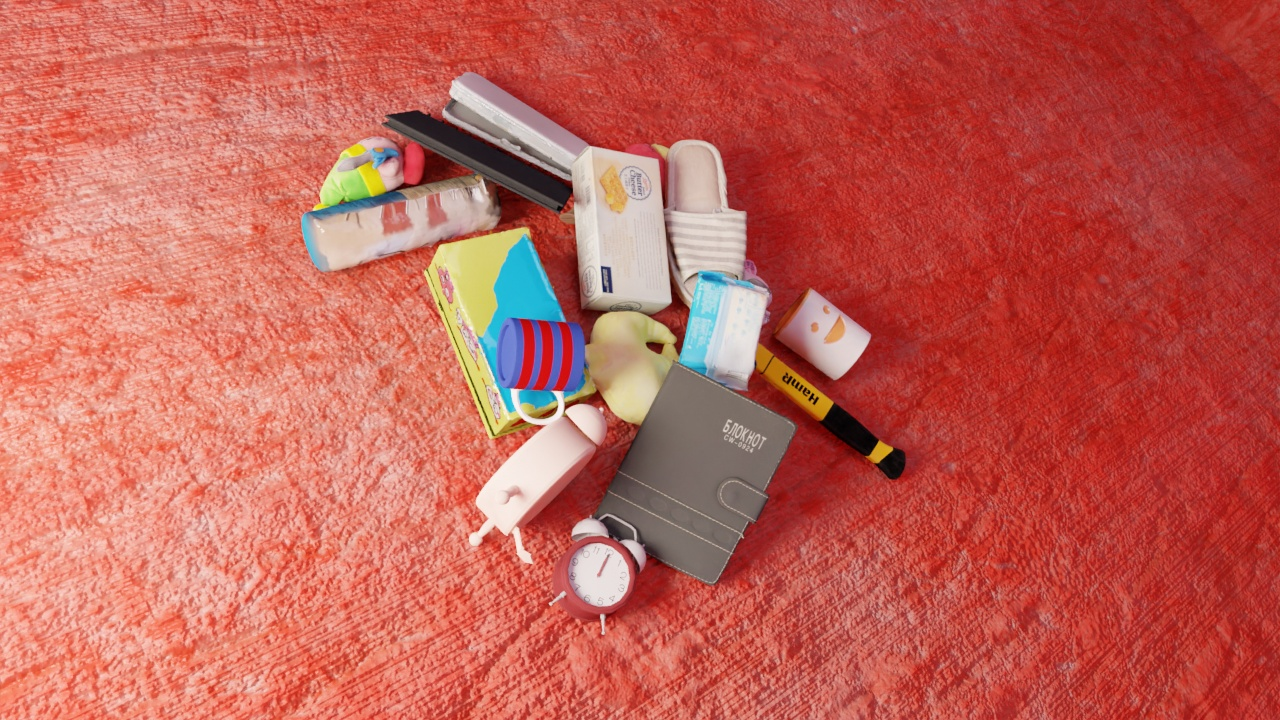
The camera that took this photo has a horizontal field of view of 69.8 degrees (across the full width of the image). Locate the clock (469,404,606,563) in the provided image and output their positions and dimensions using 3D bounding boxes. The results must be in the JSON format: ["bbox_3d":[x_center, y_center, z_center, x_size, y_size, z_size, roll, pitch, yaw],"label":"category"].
[{"bbox_3d":[-0.099,0.127,0.960,0.086,0.131,0.160,39,52,2],"label":"clock"}]

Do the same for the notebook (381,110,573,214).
[{"bbox_3d":[-0.197,-0.255,1.164,0.231,0.019,0.169,26,16,-7],"label":"notebook"}]

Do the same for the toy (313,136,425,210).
[{"bbox_3d":[-0.326,-0.218,1.099,0.131,0.124,0.097,-11,105,-31],"label":"toy"}]

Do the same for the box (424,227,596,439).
[{"bbox_3d":[-0.151,-0.032,1.056,0.124,0.079,0.221,-19,80,-30],"label":"box"}]

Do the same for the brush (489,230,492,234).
[{"bbox_3d":[-0.175,-0.102,1.139,0.048,0.017,0.126,-3,62,-25],"label":"brush"}]

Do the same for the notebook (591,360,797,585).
[{"bbox_3d":[0.063,0.129,1.028,0.169,0.029,0.209,27,92,-3],"label":"notebook"}]

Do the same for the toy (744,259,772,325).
[{"bbox_3d":[0.147,-0.100,1.263,0.063,0.047,0.110,0,57,-32],"label":"toy"}]

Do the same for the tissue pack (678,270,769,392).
[{"bbox_3d":[0.101,-0.036,1.115,0.093,0.062,0.144,13,73,2],"label":"tissue pack"}]

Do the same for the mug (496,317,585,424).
[{"bbox_3d":[-0.109,0.013,0.977,0.076,0.075,0.112,4,95,-24],"label":"mug"}]

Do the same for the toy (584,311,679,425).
[{"bbox_3d":[-0.007,0.007,1.118,0.154,0.065,0.170,2,55,-34],"label":"toy"}]

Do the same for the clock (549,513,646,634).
[{"bbox_3d":[-0.044,0.222,0.976,0.087,0.044,0.124,30,58,-3],"label":"clock"}]

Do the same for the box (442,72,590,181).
[{"bbox_3d":[-0.161,-0.321,1.251,0.213,0.063,0.118,27,37,-4],"label":"box"}]

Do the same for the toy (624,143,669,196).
[{"bbox_3d":[0.010,-0.272,1.308,0.134,0.045,0.091,-17,66,-37],"label":"toy"}]

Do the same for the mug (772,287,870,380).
[{"bbox_3d":[0.245,-0.036,1.243,0.105,0.082,0.082,37,53,0],"label":"mug"}]

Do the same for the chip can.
[{"bbox_3d":[-0.280,-0.168,1.098,0.229,0.080,0.080,-22,71,-32],"label":"chip can"}]

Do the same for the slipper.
[{"bbox_3d":[0.085,-0.190,1.244,0.114,0.054,0.272,-4,66,-8],"label":"slipper"}]

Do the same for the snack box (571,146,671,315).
[{"bbox_3d":[-0.025,-0.166,1.187,0.104,0.058,0.207,4,72,-29],"label":"snack box"}]

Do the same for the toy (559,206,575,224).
[{"bbox_3d":[-0.062,-0.215,1.243,0.055,0.042,0.101,51,59,-41],"label":"toy"}]

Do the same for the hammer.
[{"bbox_3d":[0.214,0.052,1.187,0.324,0.034,0.169,37,76,-8],"label":"hammer"}]
